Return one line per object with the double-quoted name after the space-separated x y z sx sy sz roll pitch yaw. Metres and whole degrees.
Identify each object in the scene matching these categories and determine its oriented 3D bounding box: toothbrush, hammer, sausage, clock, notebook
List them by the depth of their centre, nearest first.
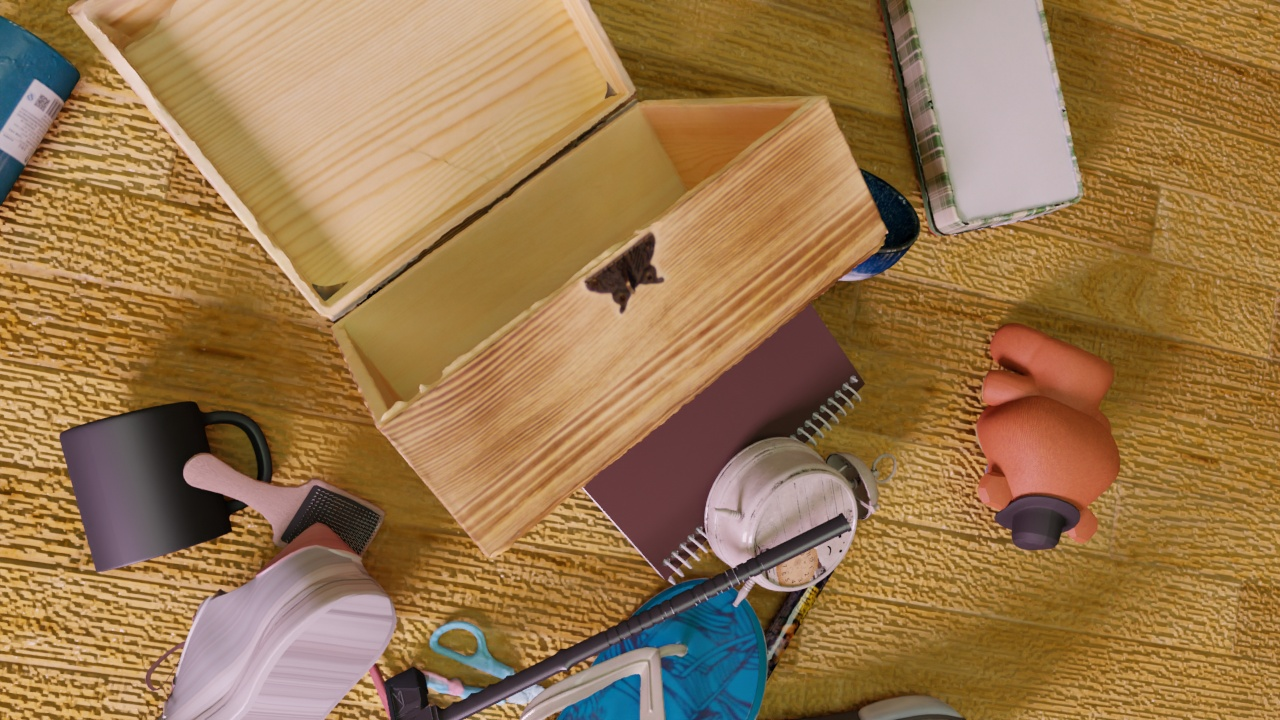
-0.009 0.181 0.591 0.325 0.015 0.095 -26 50 0 "hammer"
-0.164 0.258 0.624 0.016 0.016 0.190 -26 92 -7 "toothbrush"
0.122 0.104 0.649 0.156 0.061 0.103 -22 114 -18 "clock"
0.047 0.031 0.650 0.209 0.022 0.171 -43 112 -10 "notebook"
0.116 0.182 0.679 0.020 0.020 0.155 35 81 -7 "sausage"

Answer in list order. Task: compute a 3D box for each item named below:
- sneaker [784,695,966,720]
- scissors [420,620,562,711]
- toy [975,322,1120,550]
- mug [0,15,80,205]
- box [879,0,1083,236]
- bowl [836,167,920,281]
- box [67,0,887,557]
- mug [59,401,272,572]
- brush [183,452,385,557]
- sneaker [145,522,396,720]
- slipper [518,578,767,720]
0.140 0.301 0.608 0.256 0.160 0.093 -5 88 -13 "sneaker"
-0.089 0.222 0.646 0.141 0.015 0.076 12 83 -16 "scissors"
0.305 0.056 0.686 0.112 0.096 0.175 24 55 -9 "toy"
-0.412 -0.149 0.570 0.078 0.078 0.121 31 77 -8 "mug"
0.262 -0.206 0.713 0.117 0.051 0.205 -14 89 -9 "box"
0.139 -0.093 0.669 0.114 0.061 0.114 10 41 -9 "bowl"
-0.104 -0.137 0.528 0.279 0.286 0.336 -40 114 -10 "box"
-0.295 0.073 0.584 0.113 0.078 0.088 -15 90 -38 "mug"
-0.226 0.095 0.587 0.135 0.015 0.049 37 78 -39 "brush"
-0.254 0.197 0.582 0.236 0.089 0.099 -45 139 8 "sneaker"
-0.028 0.264 0.603 0.294 0.060 0.118 -40 71 -13 "slipper"
